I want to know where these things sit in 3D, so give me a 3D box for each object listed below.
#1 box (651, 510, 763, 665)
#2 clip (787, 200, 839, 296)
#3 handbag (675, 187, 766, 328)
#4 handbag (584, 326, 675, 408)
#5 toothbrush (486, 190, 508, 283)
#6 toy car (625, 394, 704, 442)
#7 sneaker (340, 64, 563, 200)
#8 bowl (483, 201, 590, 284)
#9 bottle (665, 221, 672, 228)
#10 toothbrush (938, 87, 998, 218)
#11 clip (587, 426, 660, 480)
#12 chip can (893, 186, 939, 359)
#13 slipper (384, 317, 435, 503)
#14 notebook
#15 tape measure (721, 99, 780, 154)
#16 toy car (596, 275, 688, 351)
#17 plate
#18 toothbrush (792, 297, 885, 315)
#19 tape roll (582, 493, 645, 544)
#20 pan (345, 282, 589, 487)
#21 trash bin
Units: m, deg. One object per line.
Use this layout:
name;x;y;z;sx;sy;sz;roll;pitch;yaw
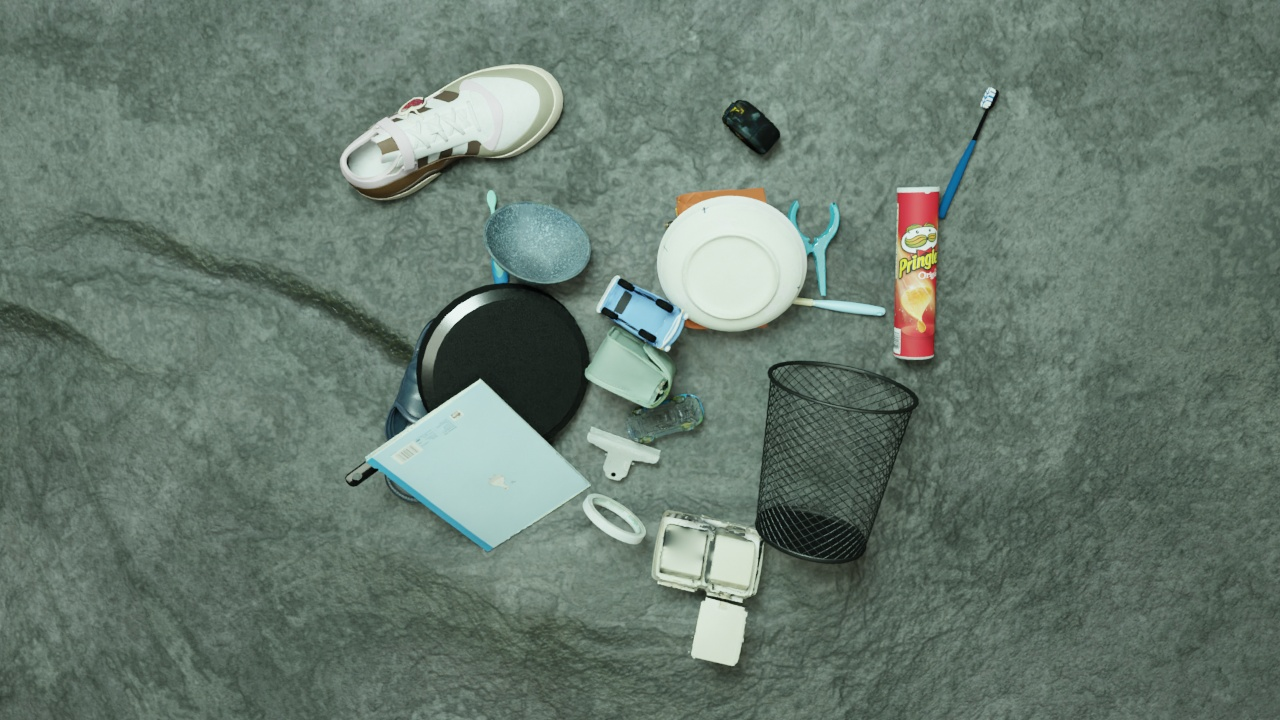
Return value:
box;0.081;0.302;1.225;0.143;0.044;0.184;13;65;2
clip;0.201;-0.149;1.178;0.120;0.030;0.130;19;100;-6
handbag;0.102;-0.128;1.154;0.109;0.060;0.172;-3;122;4
handbag;-0.007;0.007;1.171;0.106;0.121;0.067;29;100;-1
toothbrush;-0.188;-0.155;1.203;0.022;0.017;0.135;-4;103;3
toy car;0.032;0.076;1.227;0.105;0.032;0.048;-19;100;12
sneaker;-0.240;-0.286;1.126;0.294;0.116;0.112;-19;100;6
bowl;-0.136;-0.135;1.171;0.137;0.136;0.057;23;141;-2
bottle;0.085;-0.176;1.178;0.106;0.025;0.025;-1;101;3
toothbrush;0.409;-0.259;1.151;0.014;0.014;0.168;18;103;-12
clip;-0.029;0.133;1.236;0.102;0.052;0.059;19;89;0
chip can;0.350;-0.110;1.164;0.052;0.051;0.215;-1;101;3
slipper;-0.279;0.074;1.217;0.109;0.083;0.266;20;100;1
notebook;-0.204;0.146;1.197;0.181;0.009;0.253;-33;131;8
tape measure;0.137;-0.289;1.132;0.072;0.071;0.042;42;96;-11
toy car;0.004;-0.058;1.155;0.054;0.153;0.056;28;93;-42
plate;0.109;-0.108;1.112;0.182;0.034;0.183;3;122;5
toothbrush;0.241;-0.072;1.195;0.155;0.016;0.022;6;133;2
tape roll;-0.035;0.211;1.226;0.093;0.093;0.013;33;101;-4
pan;-0.224;0.053;1.173;0.356;0.034;0.225;-37;114;-9
trash bin;0.234;0.129;1.161;0.184;0.183;0.210;9;107;1
